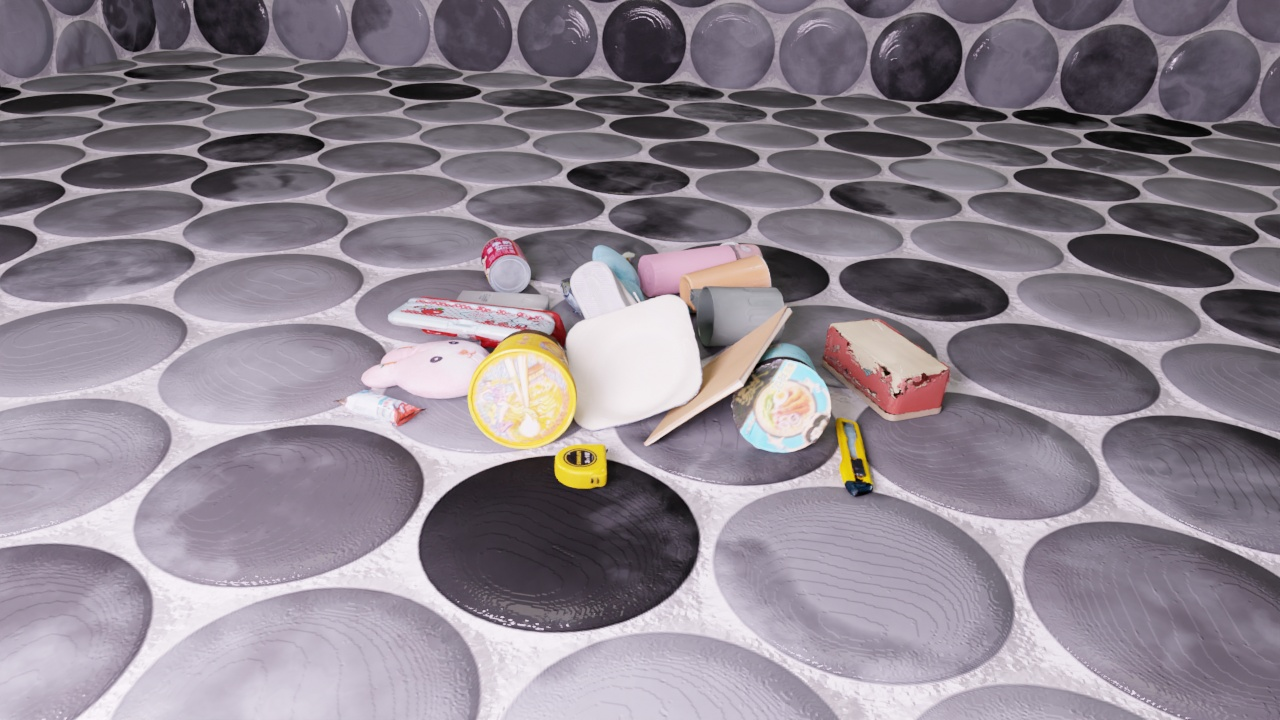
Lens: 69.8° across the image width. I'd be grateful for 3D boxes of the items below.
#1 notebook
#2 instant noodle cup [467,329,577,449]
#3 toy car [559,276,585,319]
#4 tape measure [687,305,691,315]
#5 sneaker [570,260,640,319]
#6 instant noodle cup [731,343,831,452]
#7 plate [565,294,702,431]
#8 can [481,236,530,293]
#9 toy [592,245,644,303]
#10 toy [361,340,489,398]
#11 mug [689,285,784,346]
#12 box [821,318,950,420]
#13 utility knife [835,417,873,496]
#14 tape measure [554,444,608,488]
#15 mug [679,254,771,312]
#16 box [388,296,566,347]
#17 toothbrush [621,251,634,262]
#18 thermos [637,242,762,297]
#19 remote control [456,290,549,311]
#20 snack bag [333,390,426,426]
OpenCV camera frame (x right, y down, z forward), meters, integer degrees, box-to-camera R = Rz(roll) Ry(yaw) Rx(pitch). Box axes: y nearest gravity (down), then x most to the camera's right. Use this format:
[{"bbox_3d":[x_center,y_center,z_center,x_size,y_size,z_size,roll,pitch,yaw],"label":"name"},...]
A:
[{"bbox_3d":[0.094,0.016,1.082,0.012,0.150,0.210,50,34,-5],"label":"notebook"},{"bbox_3d":[-0.131,0.025,1.050,0.118,0.118,0.114,1,19,-3],"label":"instant noodle cup"},{"bbox_3d":[-0.074,-0.085,1.349,0.054,0.037,0.120,-13,41,-31],"label":"toy car"},{"bbox_3d":[0.046,-0.070,1.340,0.054,0.025,0.058,-12,31,-25],"label":"tape measure"},{"bbox_3d":[-0.016,-0.026,1.205,0.089,0.091,0.242,-33,52,1],"label":"sneaker"},{"bbox_3d":[0.165,0.035,1.072,0.111,0.111,0.120,6,18,8],"label":"instant noodle cup"},{"bbox_3d":[-0.007,0.006,1.102,0.164,0.034,0.163,-17,55,12],"label":"plate"},{"bbox_3d":[-0.211,-0.149,1.426,0.066,0.067,0.093,-6,28,-16],"label":"can"},{"bbox_3d":[-0.033,-0.122,1.369,0.156,0.050,0.161,58,12,24],"label":"toy"},{"bbox_3d":[-0.261,0.010,1.132,0.159,0.054,0.121,0,24,13],"label":"toy"},{"bbox_3d":[0.134,-0.071,1.286,0.103,0.084,0.123,-1,28,-12],"label":"mug"},{"bbox_3d":[0.308,0.000,1.167,0.091,0.078,0.168,-7,28,-20],"label":"box"},{"bbox_3d":[0.236,0.104,1.025,0.033,0.015,0.153,7,27,2],"label":"utility knife"},{"bbox_3d":[-0.062,0.114,0.967,0.057,0.029,0.060,1,27,-5],"label":"tape measure"},{"bbox_3d":[0.124,-0.111,1.378,0.122,0.078,0.078,-11,30,-16],"label":"mug"},{"bbox_3d":[-0.204,-0.048,1.180,0.201,0.065,0.159,7,-2,8],"label":"box"},{"bbox_3d":[-0.041,-0.133,1.465,0.029,0.020,0.189,-21,20,22],"label":"toothbrush"},{"bbox_3d":[0.094,-0.151,1.452,0.198,0.067,0.087,-12,45,-23],"label":"thermos"},{"bbox_3d":[-0.202,-0.081,1.347,0.135,0.019,0.056,3,27,1],"label":"remote control"},{"bbox_3d":[-0.303,0.054,1.068,0.104,0.026,0.048,16,18,23],"label":"snack bag"}]
